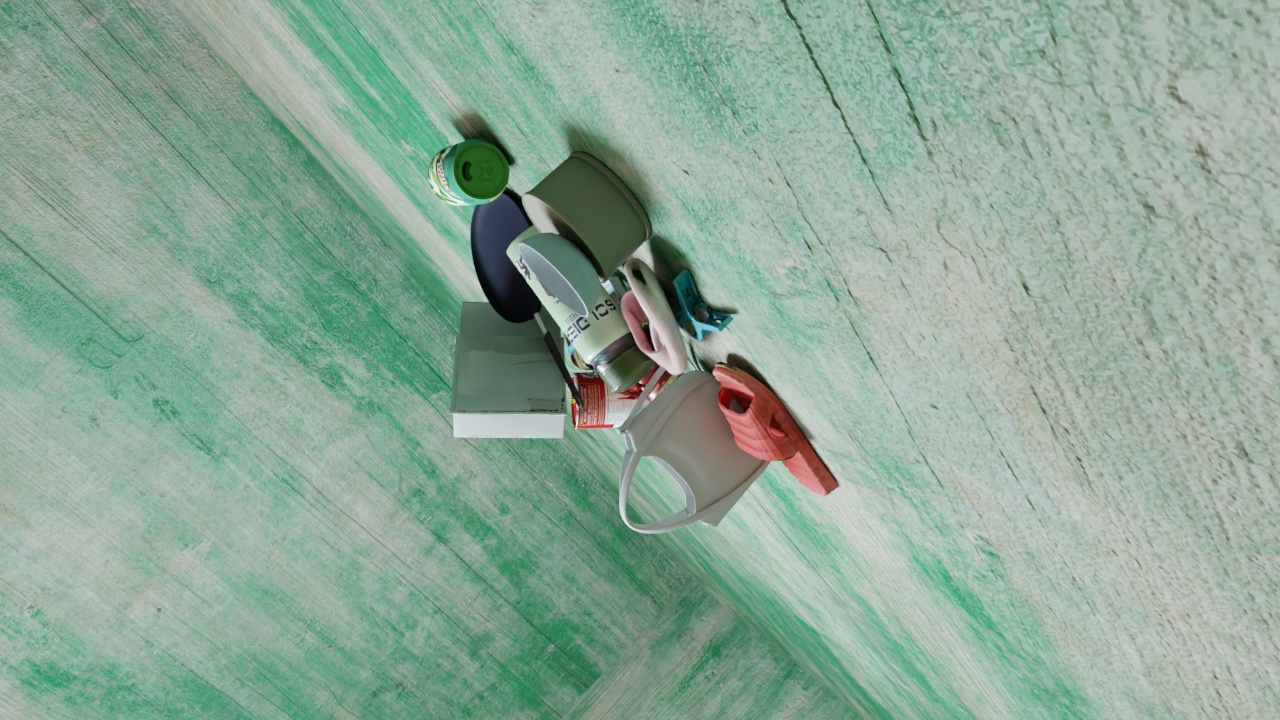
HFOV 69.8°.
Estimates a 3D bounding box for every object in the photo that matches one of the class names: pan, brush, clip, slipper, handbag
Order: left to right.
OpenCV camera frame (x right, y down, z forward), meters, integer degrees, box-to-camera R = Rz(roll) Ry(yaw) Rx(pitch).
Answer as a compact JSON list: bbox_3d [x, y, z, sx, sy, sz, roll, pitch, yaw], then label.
[{"bbox_3d":[-0.160,-0.087,1.339,0.356,0.021,0.199,62,144,16],"label":"pan"},{"bbox_3d":[-0.057,-0.047,1.242,0.136,0.055,0.075,-39,75,40],"label":"brush"},{"bbox_3d":[0.014,-0.046,1.085,0.222,0.055,0.106,65,-179,-67],"label":"slipper"},{"bbox_3d":[0.048,0.128,1.223,0.216,0.222,0.096,48,167,-14],"label":"handbag"},{"bbox_3d":[0.072,-0.046,1.037,0.102,0.027,0.119,51,170,6],"label":"clip"},{"bbox_3d":[0.157,0.097,1.153,0.249,0.059,0.103,50,167,-28],"label":"slipper"}]

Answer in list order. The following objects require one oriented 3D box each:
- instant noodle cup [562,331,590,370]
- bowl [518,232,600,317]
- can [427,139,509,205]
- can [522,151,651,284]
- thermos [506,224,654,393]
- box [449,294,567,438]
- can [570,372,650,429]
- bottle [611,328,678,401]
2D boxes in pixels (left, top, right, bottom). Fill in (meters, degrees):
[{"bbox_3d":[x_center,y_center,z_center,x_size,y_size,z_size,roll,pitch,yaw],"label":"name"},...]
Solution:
[{"bbox_3d":[-0.079,-0.057,1.365,0.098,0.097,0.109,33,156,45],"label":"instant noodle cup"},{"bbox_3d":[-0.079,-0.097,0.976,0.106,0.039,0.106,43,168,11],"label":"bowl"},{"bbox_3d":[-0.231,-0.251,1.231,0.083,0.083,0.144,50,167,-22],"label":"can"},{"bbox_3d":[-0.058,-0.154,0.993,0.128,0.073,0.128,43,168,11],"label":"can"},{"bbox_3d":[-0.075,-0.063,1.158,0.231,0.082,0.082,54,169,5],"label":"thermos"},{"bbox_3d":[-0.204,-0.017,1.433,0.367,0.166,0.099,-99,13,-52],"label":"box"},{"bbox_3d":[-0.042,0.059,1.375,0.087,0.116,0.086,178,91,-79],"label":"can"},{"bbox_3d":[-0.008,0.008,1.304,0.111,0.098,0.099,39,168,8],"label":"bottle"}]
